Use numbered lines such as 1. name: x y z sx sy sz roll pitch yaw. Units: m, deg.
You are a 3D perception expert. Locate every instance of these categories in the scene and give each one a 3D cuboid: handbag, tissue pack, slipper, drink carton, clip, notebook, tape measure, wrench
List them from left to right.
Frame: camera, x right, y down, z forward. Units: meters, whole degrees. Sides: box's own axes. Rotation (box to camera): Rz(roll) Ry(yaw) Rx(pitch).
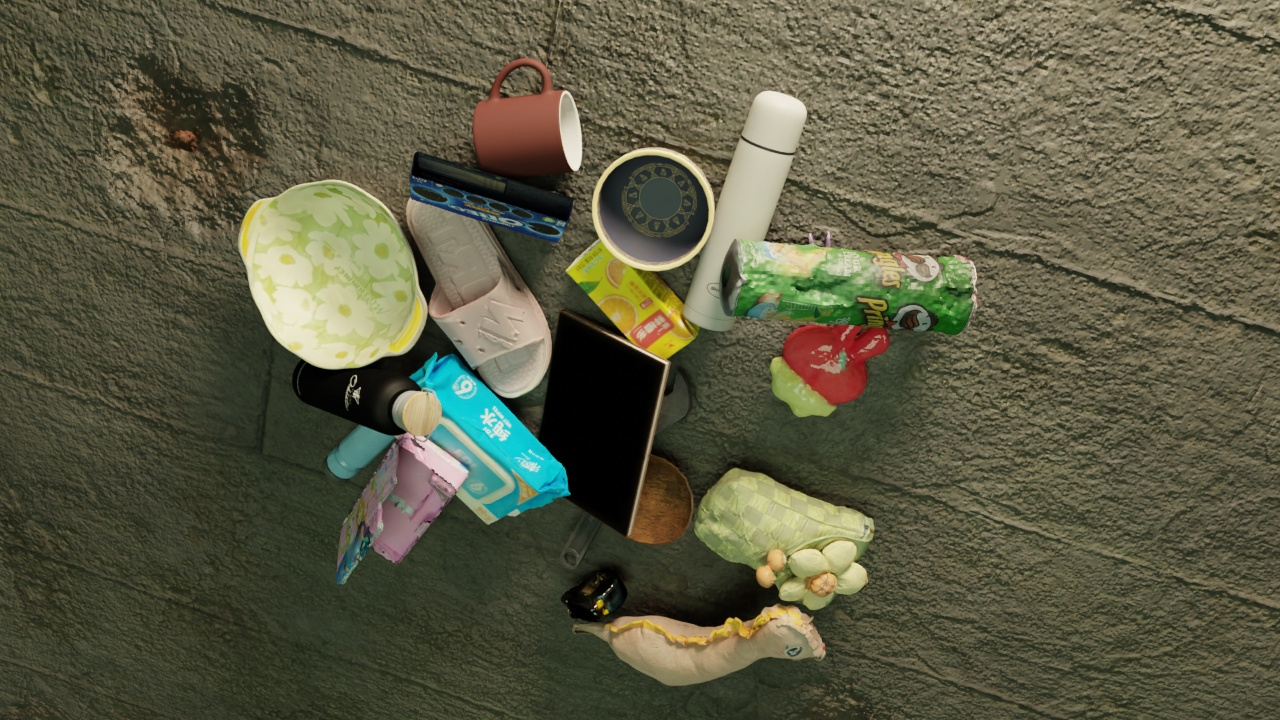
1. tissue pack: -0.179 0.093 0.995 0.209 0.065 0.117 46 131 -14
2. slipper: -0.167 -0.065 0.933 0.094 0.064 0.239 -19 107 18
3. notebook: -0.047 0.067 0.964 0.141 0.008 0.209 27 120 29
4. tape measure: -0.049 0.269 1.059 0.067 0.062 0.038 -6 116 54
5. wrench: -0.023 0.121 0.994 0.073 0.018 0.274 34 112 16
6. drink carton: -0.005 -0.062 0.916 0.059 0.042 0.134 -38 102 26
7. handbag: 0.147 0.195 0.960 0.186 0.116 0.113 22 116 -2
8. clip: 0.170 -0.098 0.882 0.036 0.013 0.053 -15 113 18

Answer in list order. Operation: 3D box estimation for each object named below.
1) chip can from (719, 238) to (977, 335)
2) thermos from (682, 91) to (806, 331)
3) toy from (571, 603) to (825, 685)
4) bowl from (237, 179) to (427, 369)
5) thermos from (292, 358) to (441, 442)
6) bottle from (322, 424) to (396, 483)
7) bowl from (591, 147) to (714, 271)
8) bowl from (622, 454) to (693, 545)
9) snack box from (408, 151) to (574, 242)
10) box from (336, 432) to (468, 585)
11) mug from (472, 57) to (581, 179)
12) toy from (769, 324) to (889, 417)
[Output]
1. chip can: 0.185 -0.067 0.830 0.223 0.075 0.075 4 115 -8
2. thermos: 0.096 -0.136 0.856 0.052 0.052 0.225 19 116 2
3. toy: 0.065 0.307 1.014 0.196 0.065 0.265 30 141 -21
4. bowl: -0.302 -0.088 0.938 0.219 0.060 0.189 32 108 7
5. thermos: -0.274 0.037 0.935 0.232 0.061 0.061 12 121 43
6. bottle: -0.317 0.097 1.047 0.130 0.040 0.040 -39 102 23
7. bowl: 0.015 -0.147 0.862 0.112 0.061 0.112 4 114 9
8. bowl: 0.009 0.149 1.007 0.114 0.026 0.102 10 102 24
9. snack box: -0.141 -0.151 0.865 0.150 0.082 0.027 16 79 -9
10. box: -0.279 0.177 1.005 0.085 0.096 0.231 37 136 -6
11. mug: -0.106 -0.222 0.843 0.083 0.073 0.106 -4 118 12
12. toy: 0.185 0.001 0.905 0.091 0.045 0.135 37 120 -4
